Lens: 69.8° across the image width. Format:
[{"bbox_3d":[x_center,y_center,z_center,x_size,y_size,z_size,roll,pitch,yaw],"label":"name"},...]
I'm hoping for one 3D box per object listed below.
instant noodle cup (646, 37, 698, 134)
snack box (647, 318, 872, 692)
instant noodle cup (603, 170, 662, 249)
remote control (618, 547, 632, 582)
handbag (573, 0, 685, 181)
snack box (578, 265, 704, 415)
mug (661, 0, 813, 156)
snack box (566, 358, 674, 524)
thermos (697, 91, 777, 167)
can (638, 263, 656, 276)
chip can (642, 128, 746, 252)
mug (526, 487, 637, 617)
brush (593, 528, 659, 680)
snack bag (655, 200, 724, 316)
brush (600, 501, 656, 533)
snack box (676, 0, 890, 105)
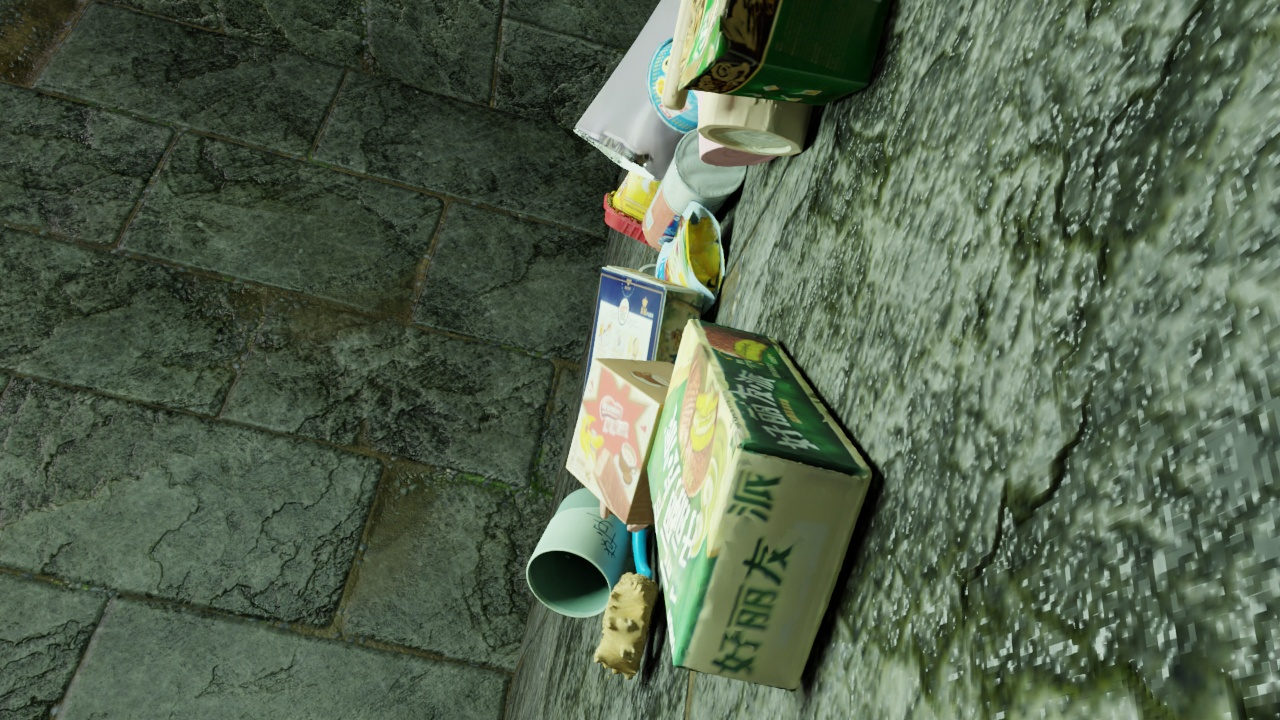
[{"bbox_3d":[0.072,-0.269,0.859,0.110,0.099,0.099,11,87,65],"label":"instant noodle cup"},{"bbox_3d":[0.052,0.061,0.507,0.240,0.063,0.114,-99,23,-73],"label":"snack box"},{"bbox_3d":[0.026,-0.213,1.149,0.124,0.116,0.116,-62,10,17],"label":"instant noodle cup"},{"bbox_3d":[-0.026,0.176,0.974,0.056,0.019,0.135,127,141,-61],"label":"remote control"},{"bbox_3d":[0.034,-0.305,1.028,0.197,0.098,0.145,-55,30,6],"label":"handbag"},{"bbox_3d":[-0.005,0.005,0.924,0.178,0.045,0.182,-150,68,-66],"label":"snack box"},{"bbox_3d":[0.075,-0.213,0.656,0.084,0.124,0.103,14,93,55],"label":"mug"},{"bbox_3d":[0.007,0.059,0.686,0.093,0.077,0.094,34,114,50],"label":"snack box"},{"bbox_3d":[0.082,-0.264,0.743,0.087,0.067,0.198,173,97,-71],"label":"thermos"},{"bbox_3d":[0.009,-0.068,1.164,0.117,0.058,0.058,114,168,-57],"label":"can"},{"bbox_3d":[0.051,-0.173,0.974,0.215,0.071,0.071,136,147,-78],"label":"chip can"},{"bbox_3d":[-0.043,0.190,0.887,0.082,0.112,0.106,-45,9,30],"label":"mug"},{"bbox_3d":[-0.003,0.182,0.835,0.254,0.046,0.083,-78,-4,-60],"label":"brush"},{"bbox_3d":[0.043,-0.083,0.949,0.191,0.038,0.110,130,126,-73],"label":"snack bag"},{"bbox_3d":[0.012,0.074,0.790,0.063,0.073,0.145,120,164,-71],"label":"brush"},{"bbox_3d":[0.092,-0.216,0.566,0.117,0.105,0.118,-138,61,-79],"label":"snack box"}]
